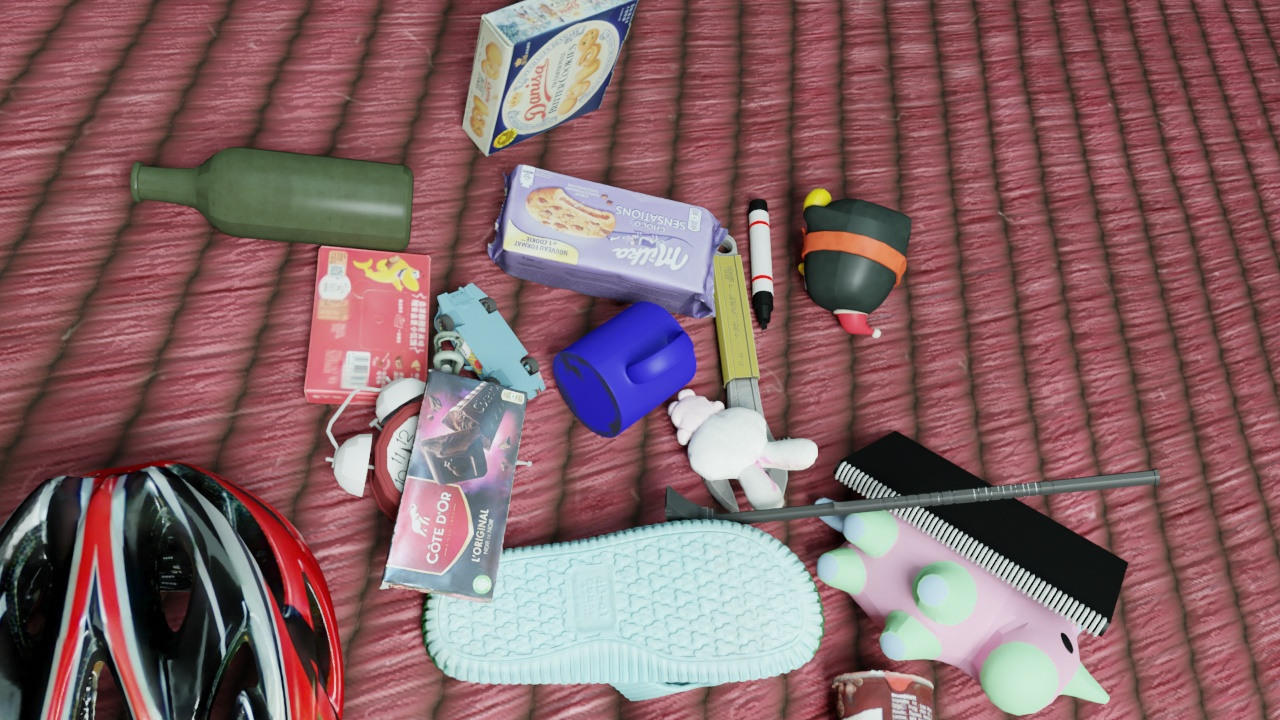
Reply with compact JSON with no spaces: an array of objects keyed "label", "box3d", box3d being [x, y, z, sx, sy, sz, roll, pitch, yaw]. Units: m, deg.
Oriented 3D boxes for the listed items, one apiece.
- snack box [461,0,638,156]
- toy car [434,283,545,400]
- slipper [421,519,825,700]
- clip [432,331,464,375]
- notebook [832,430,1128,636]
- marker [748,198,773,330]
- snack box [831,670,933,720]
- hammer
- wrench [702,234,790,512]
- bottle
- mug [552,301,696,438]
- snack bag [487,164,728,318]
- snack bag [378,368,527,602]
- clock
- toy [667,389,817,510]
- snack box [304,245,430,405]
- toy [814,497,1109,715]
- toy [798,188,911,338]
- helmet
[{"label":"snack box","box3d":[-0.084,-0.266,0.829,0.144,0.145,0.042,-33,78,-29]},{"label":"toy car","box3d":[-0.124,-0.008,0.735,0.107,0.028,0.060,54,38,4]},{"label":"slipper","box3d":[-0.013,0.176,0.644,0.276,0.070,0.115,-4,66,0]},{"label":"clip","box3d":[-0.147,0.006,0.694,0.023,0.076,0.047,2,60,-16]},{"label":"notebook","box3d":[0.264,0.123,0.707,0.207,0.016,0.148,31,21,26]},{"label":"marker","box3d":[0.114,-0.090,0.864,0.019,0.019,0.145,9,59,-12]},{"label":"snack box","box3d":[0.170,0.285,0.636,0.072,0.072,0.121,12,59,-10]},{"label":"hammer","box3d":[0.176,0.095,0.632,0.325,0.095,0.015,-9,57,18]},{"label":"wrench","box3d":[0.082,0.002,0.801,0.083,0.018,0.273,1,62,-12]},{"label":"bottle","box3d":[-0.289,-0.131,0.732,0.206,0.072,0.071,3,60,-15]},{"label":"mug","box3d":[-0.004,0.004,0.720,0.083,0.111,0.079,-35,100,-30]},{"label":"snack bag","box3d":[-0.026,-0.100,0.803,0.205,0.059,0.096,13,60,-10]},{"label":"snack bag","box3d":[-0.125,0.084,0.631,0.074,0.018,0.155,14,67,-16]},{"label":"clock","box3d":[-0.157,0.070,0.662,0.137,0.048,0.096,33,62,-6]},{"label":"toy","box3d":[0.073,0.067,0.728,0.125,0.037,0.075,31,63,28]},{"label":"snack box","box3d":[-0.213,-0.028,0.725,0.089,0.021,0.132,4,60,-16]},{"label":"toy","box3d":[0.236,0.180,0.701,0.171,0.120,0.222,12,24,-42]},{"label":"toy","box3d":[0.194,-0.089,0.848,0.100,0.097,0.119,11,77,39]},{"label":"helmet","box3d":[-0.281,0.189,0.514,0.217,0.167,0.271,-7,76,-17]}]
